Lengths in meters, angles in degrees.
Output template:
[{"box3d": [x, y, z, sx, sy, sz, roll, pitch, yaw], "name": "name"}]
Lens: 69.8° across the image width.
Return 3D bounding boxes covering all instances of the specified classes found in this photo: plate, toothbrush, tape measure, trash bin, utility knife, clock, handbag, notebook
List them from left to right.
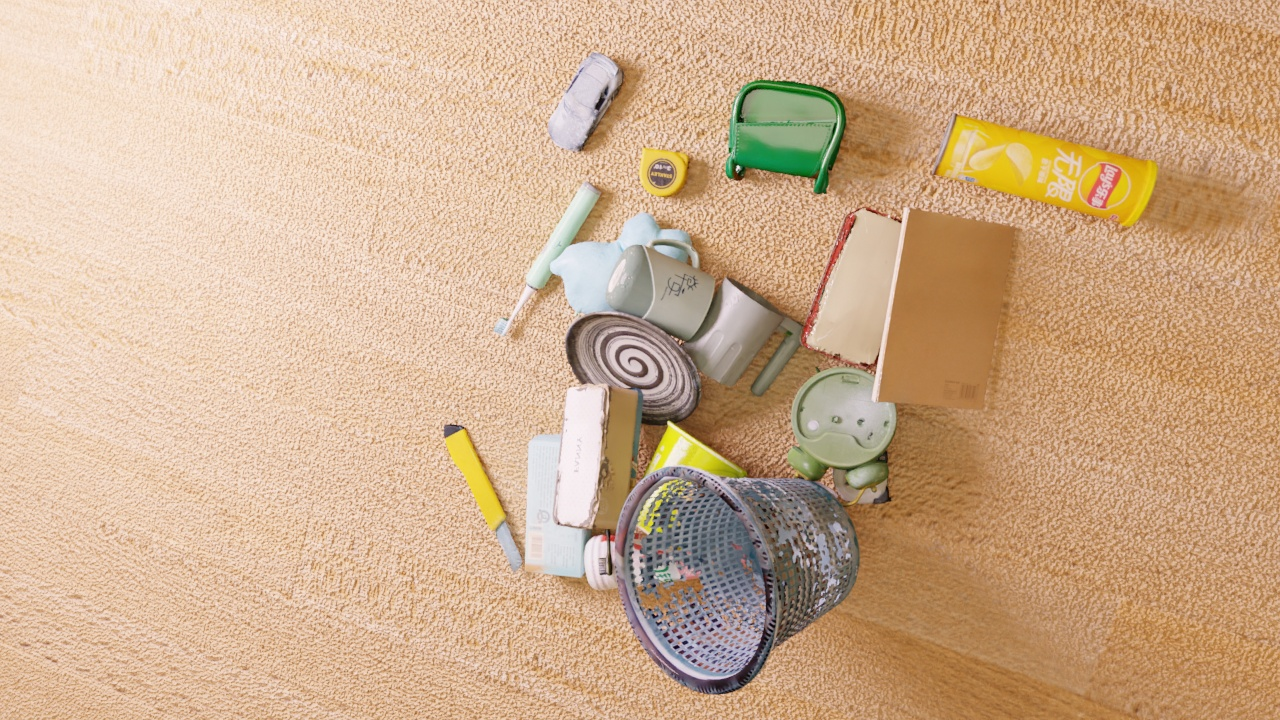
[{"box3d": [-0.205, 0.178, 1.199, 0.033, 0.015, 0.215, -26, 87, 13], "name": "utility knife"}, {"box3d": [-0.117, -0.123, 1.143, 0.027, 0.026, 0.225, 29, 103, -17], "name": "toothbrush"}, {"box3d": [-0.047, 0.170, 1.127, 0.017, 0.012, 0.185, -12, 69, 22], "name": "toothbrush"}, {"box3d": [-0.006, 0.006, 1.091, 0.179, 0.024, 0.180, 20, 139, 18], "name": "plate"}, {"box3d": [0.028, -0.224, 1.096, 0.060, 0.029, 0.057, 11, 97, 12], "name": "tape measure"}, {"box3d": [0.116, 0.212, 0.972, 0.227, 0.194, 0.226, 5, 97, 48], "name": "trash bin"}, {"box3d": [0.164, -0.257, 1.047, 0.131, 0.067, 0.120, 12, 106, 10], "name": "handbag"}, {"box3d": [0.230, 0.086, 1.044, 0.116, 0.056, 0.161, 8, 74, 19], "name": "clock"}, {"box3d": [0.259, 0.136, 1.079, 0.066, 0.033, 0.066, -5, 93, 13], "name": "tape measure"}, {"box3d": [0.336, -0.052, 1.011, 0.149, 0.012, 0.211, 5, 97, -22], "name": "notebook"}]

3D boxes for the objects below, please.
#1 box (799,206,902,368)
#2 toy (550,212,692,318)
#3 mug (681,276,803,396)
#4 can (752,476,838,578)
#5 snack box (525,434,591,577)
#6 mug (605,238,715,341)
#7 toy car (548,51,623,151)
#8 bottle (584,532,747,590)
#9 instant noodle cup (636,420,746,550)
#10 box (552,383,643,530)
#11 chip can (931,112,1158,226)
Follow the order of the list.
[{"box3d": [0.245, -0.081, 1.022, 0.091, 0.077, 0.168, 20, 92, 1], "name": "box"}, {"box3d": [-0.024, -0.107, 1.111, 0.161, 0.050, 0.156, 27, 95, 0], "name": "toy"}, {"box3d": [0.122, -0.023, 1.077, 0.124, 0.083, 0.103, 30, 104, -17], "name": "mug"}, {"box3d": [0.183, 0.209, 1.094, 0.053, 0.053, 0.135, 25, 101, 9], "name": "can"}, {"box3d": [-0.101, 0.183, 1.158, 0.074, 0.051, 0.175, 4, 97, 11], "name": "snack box"}, {"box3d": [0.025, -0.093, 1.060, 0.106, 0.082, 0.111, 23, 70, -13], "name": "mug"}, {"box3d": [-0.068, -0.311, 1.107, 0.054, 0.036, 0.121, 35, 105, 7], "name": "toy car"}, {"box3d": [0.033, 0.242, 1.127, 0.197, 0.068, 0.068, -7, 94, 12], "name": "bottle"}, {"box3d": [0.046, 0.152, 1.077, 0.112, 0.111, 0.123, 33, 89, 8], "name": "instant noodle cup"}, {"box3d": [-0.050, 0.107, 1.074, 0.090, 0.061, 0.184, -3, 75, 51], "name": "box"}, {"box3d": [0.429, -0.206, 0.983, 0.213, 0.072, 0.072, 18, 100, 10], "name": "chip can"}]
